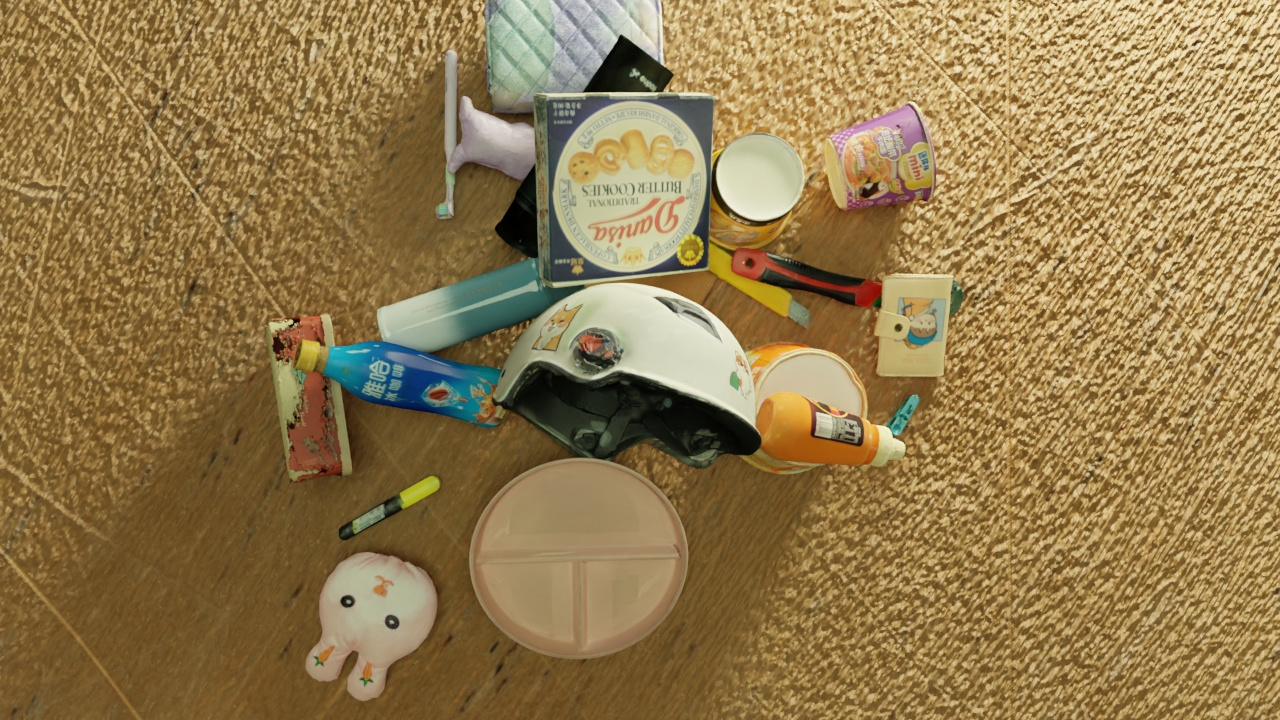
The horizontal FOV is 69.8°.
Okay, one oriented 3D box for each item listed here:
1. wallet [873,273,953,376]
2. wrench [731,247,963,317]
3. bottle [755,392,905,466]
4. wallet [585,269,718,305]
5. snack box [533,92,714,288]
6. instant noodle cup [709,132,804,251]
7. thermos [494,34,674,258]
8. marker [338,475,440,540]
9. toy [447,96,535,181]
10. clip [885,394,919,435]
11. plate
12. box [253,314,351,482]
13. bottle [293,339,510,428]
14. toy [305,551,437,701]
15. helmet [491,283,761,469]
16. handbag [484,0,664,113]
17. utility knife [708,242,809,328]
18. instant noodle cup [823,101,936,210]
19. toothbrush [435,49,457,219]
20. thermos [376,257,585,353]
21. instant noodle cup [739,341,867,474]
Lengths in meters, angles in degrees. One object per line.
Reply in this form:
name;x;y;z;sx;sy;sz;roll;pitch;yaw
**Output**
wallet;0.303;-0.039;1.029;0.087;0.024;0.115;0;103;-11
wrench;0.233;-0.085;1.030;0.273;0.016;0.056;9;94;-9
bottle;0.189;0.074;0.898;0.149;0.067;0.066;12;86;-11
wallet;0.004;-0.082;1.016;0.132;0.031;0.107;31;87;3
snack box;-0.015;-0.173;0.916;0.177;0.046;0.183;-9;109;-25
instant noodle cup;0.117;-0.185;0.989;0.118;0.114;0.118;0;87;-5
thermos;-0.056;-0.217;0.975;0.090;0.068;0.243;23;111;-41
marker;-0.272;0.160;0.995;0.124;0.015;0.018;-29;89;-2
toy;-0.152;-0.231;1.000;0.108;0.039;0.084;11;109;-23
clip;0.296;0.063;1.038;0.014;0.047;0.057;38;82;-1
plate;-0.065;0.209;0.974;0.229;0.028;0.230;-1;104;-4
box;-0.352;0.041;0.948;0.075;0.091;0.168;-9;88;-25
bottle;-0.239;0.018;0.937;0.218;0.065;0.065;16;86;-29
toy;-0.287;0.282;0.971;0.121;0.054;0.159;24;94;-2
helmet;-0.005;0.005;0.917;0.275;0.230;0.156;-7;61;34
handbag;-0.071;-0.340;1.003;0.194;0.075;0.134;-1;93;-3
utility knife;0.116;-0.090;1.033;0.181;0.015;0.033;32;105;-3
instant noodle cup;0.260;-0.216;1.008;0.099;0.111;0.111;-15;88;3
toothbrush;-0.213;-0.252;1.016;0.021;0.029;0.189;5;84;-44
thermos;-0.166;-0.061;0.974;0.220;0.070;0.070;-19;89;2
instant noodle cup;0.167;0.050;0.982;0.151;0.111;0.151;0;87;-5
